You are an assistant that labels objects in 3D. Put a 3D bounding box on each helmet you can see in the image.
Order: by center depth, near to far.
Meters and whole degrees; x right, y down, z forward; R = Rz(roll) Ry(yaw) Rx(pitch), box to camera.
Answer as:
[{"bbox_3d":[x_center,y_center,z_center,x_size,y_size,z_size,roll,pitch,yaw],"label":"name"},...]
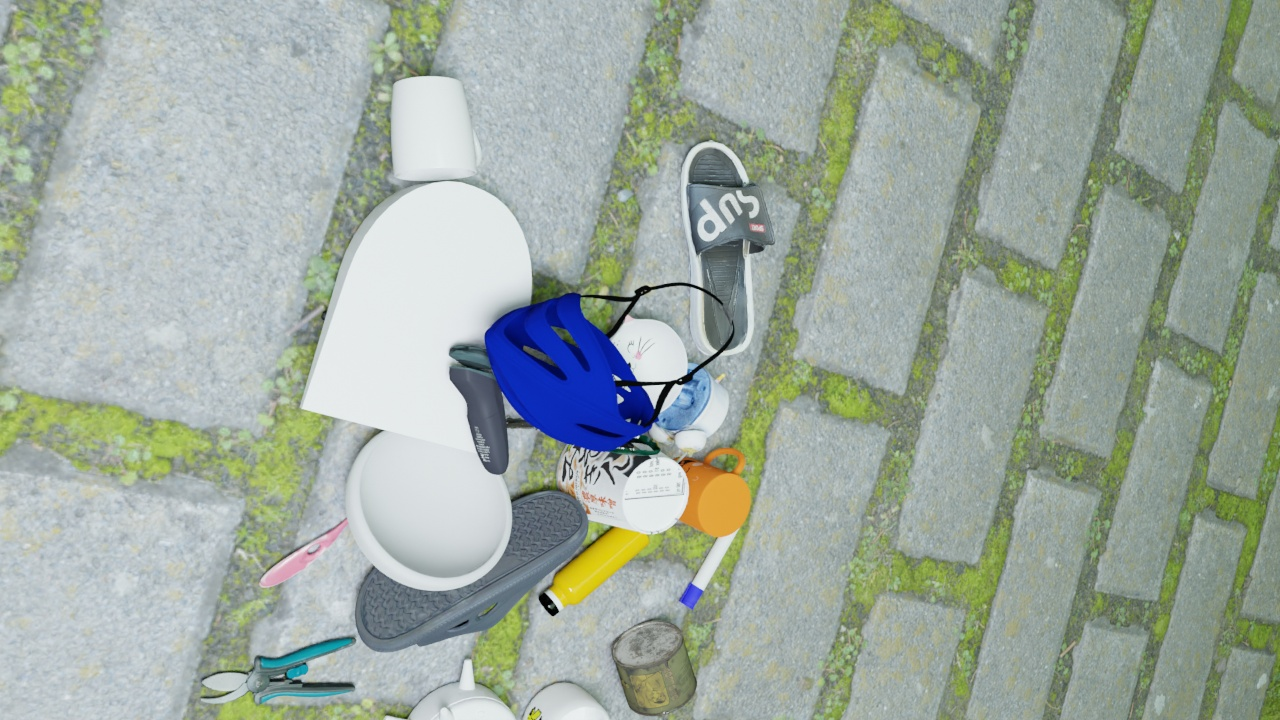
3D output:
[{"bbox_3d":[-0.026,-0.010,0.921,0.228,0.147,0.241,-34,142,14],"label":"helmet"}]

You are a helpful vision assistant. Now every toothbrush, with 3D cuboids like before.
[{"bbox_3d":[-0.323,0.185,0.927,0.134,0.016,0.022,-38,124,-22],"label":"toothbrush"}]

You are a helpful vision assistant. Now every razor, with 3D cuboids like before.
[{"bbox_3d":[-0.160,0.051,0.933,0.052,0.047,0.143,-31,118,-51],"label":"razor"}]

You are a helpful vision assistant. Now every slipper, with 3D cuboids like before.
[{"bbox_3d":[-0.177,0.231,0.987,0.267,0.110,0.083,-25,140,-27],"label":"slipper"},{"bbox_3d":[0.108,-0.134,1.121,0.111,0.063,0.264,-8,104,-31],"label":"slipper"}]

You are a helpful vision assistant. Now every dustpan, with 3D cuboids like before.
[{"bbox_3d":[-0.215,-0.054,0.938,0.191,0.053,0.257,19,88,-32],"label":"dustpan"}]

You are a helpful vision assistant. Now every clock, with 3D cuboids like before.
[{"bbox_3d":[-0.194,0.428,1.008,0.125,0.073,0.161,-32,112,-24],"label":"clock"},{"bbox_3d":[0.054,0.065,1.100,0.052,0.089,0.125,33,79,-37],"label":"clock"}]

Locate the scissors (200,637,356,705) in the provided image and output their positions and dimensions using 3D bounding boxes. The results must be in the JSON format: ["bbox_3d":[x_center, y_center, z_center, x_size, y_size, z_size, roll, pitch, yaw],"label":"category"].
[{"bbox_3d":[-0.353,0.318,0.927,0.154,0.019,0.126,-44,115,-17],"label":"scissors"}]

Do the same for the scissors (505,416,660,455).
[{"bbox_3d":[-0.082,0.067,1.037,0.209,0.137,0.015,9,109,-3],"label":"scissors"}]

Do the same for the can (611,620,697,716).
[{"bbox_3d":[0.017,0.376,1.121,0.089,0.090,0.074,-25,110,-27],"label":"can"}]

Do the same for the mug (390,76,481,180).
[{"bbox_3d":[-0.197,-0.228,0.917,0.114,0.081,0.087,-11,98,-62],"label":"mug"}]

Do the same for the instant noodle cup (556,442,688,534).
[{"bbox_3d":[-0.014,0.140,1.048,0.123,0.122,0.123,-5,100,-31],"label":"instant noodle cup"}]

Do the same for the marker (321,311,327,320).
[{"bbox_3d":[-0.257,-0.012,0.942,0.152,0.011,0.011,31,80,-31],"label":"marker"}]

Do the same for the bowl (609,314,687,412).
[{"bbox_3d":[-0.006,0.006,1.075,0.114,0.051,0.115,-5,100,-30],"label":"bowl"}]

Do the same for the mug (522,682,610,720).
[{"bbox_3d":[-0.090,0.443,1.077,0.094,0.068,0.115,14,90,-32],"label":"mug"}]

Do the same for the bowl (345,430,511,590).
[{"bbox_3d":[-0.222,0.154,0.934,0.176,0.066,0.176,24,48,-29],"label":"bowl"}]

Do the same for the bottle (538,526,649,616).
[{"bbox_3d":[-0.056,0.245,1.084,0.143,0.043,0.043,-37,114,-22],"label":"bottle"}]

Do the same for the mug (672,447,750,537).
[{"bbox_3d":[0.086,0.153,1.126,0.112,0.096,0.077,-48,118,-17],"label":"mug"}]

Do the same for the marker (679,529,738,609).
[{"bbox_3d":[0.095,0.257,1.194,0.020,0.020,0.141,38,77,-30],"label":"marker"}]
